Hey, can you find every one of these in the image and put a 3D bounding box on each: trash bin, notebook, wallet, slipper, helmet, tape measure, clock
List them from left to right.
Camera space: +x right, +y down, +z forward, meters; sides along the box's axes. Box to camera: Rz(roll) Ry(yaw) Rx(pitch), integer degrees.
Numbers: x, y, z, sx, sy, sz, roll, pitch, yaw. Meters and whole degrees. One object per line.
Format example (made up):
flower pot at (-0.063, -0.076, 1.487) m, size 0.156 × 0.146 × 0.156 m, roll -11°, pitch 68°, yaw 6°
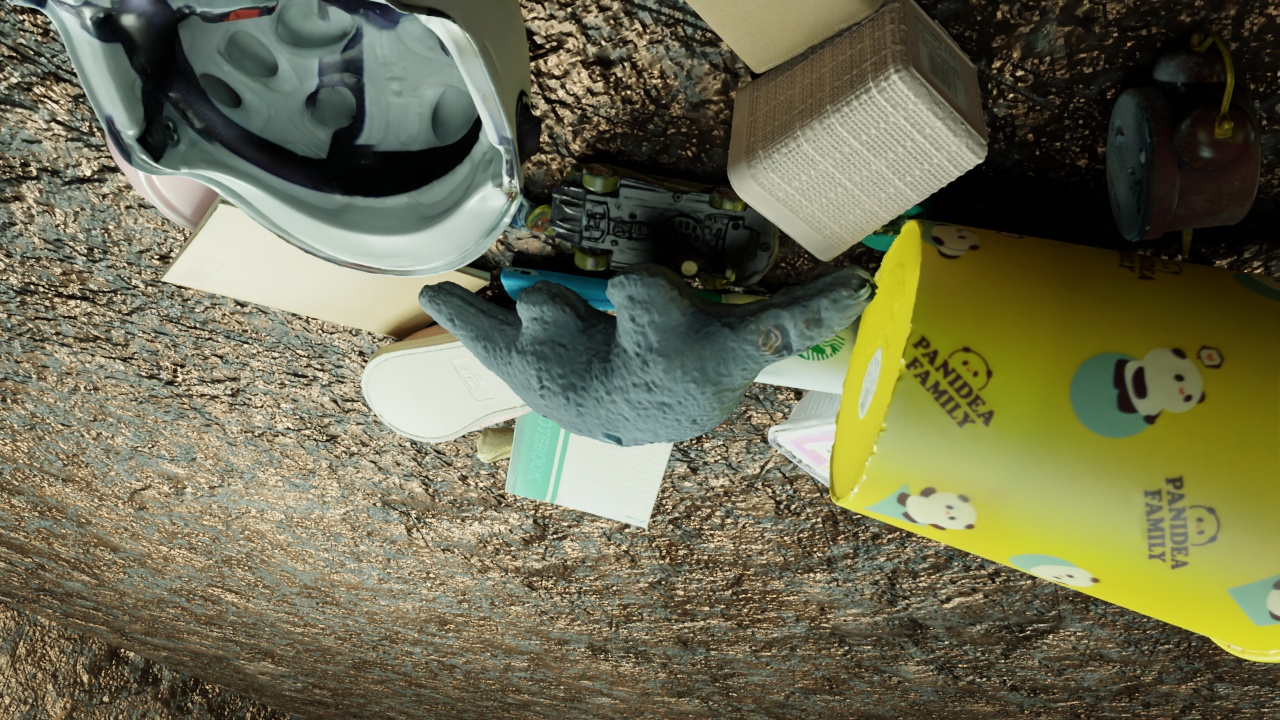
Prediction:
notebook at (-0.249, -0.065, 0.729) m, size 0.211 × 0.012 × 0.150 m, roll 15°, pitch 152°, yaw -38°
helmet at (-0.158, -0.168, 0.477) m, size 0.229 × 0.145 × 0.259 m, roll 3°, pitch 154°, yaw 15°
slipper at (-0.145, 0.010, 0.806) m, size 0.275 × 0.054 × 0.114 m, roll -16°, pitch 117°, yaw 39°
notebook at (-0.043, 0.067, 0.857) m, size 0.150 × 0.012 × 0.210 m, roll 13°, pitch 127°, yaw -1°
wallet at (0.057, -0.204, 0.463) m, size 0.090 × 0.033 × 0.115 m, roll -19°, pitch 138°, yaw 42°
tape measure at (0.167, -0.093, 0.602) m, size 0.055 × 0.025 × 0.058 m, roll -3°, pitch 144°, yaw 20°
trash bin at (0.264, 0.033, 0.556) m, size 0.255 × 0.229 × 0.230 m, roll 15°, pitch 147°, yaw 4°
clock at (0.286, -0.114, 0.483) m, size 0.055 × 0.081 × 0.122 m, roll -3°, pitch 146°, yaw 14°

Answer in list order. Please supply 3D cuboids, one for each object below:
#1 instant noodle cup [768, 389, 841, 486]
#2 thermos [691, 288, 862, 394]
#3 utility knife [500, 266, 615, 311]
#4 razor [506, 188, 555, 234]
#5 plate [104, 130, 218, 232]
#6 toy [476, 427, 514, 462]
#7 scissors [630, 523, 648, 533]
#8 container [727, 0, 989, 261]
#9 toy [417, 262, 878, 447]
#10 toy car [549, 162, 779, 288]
instant noodle cup at (0.212, 0.072, 0.799) m, size 0.138 × 0.060 × 0.173 m, roll -14°, pitch 138°, yaw 45°
thermos at (0.126, -0.012, 0.690) m, size 0.224 × 0.073 × 0.073 m, roll 9°, pitch 147°, yaw -1°
utility knife at (-0.010, -0.049, 0.730) m, size 0.203 × 0.018 × 0.034 m, roll 7°, pitch 146°, yaw 4°
razor at (-0.030, -0.095, 0.663) m, size 0.143 × 0.022 × 0.043 m, roll 10°, pitch 149°, yaw 2°
plate at (-0.297, -0.133, 0.668) m, size 0.192 × 0.039 × 0.193 m, roll 8°, pitch 147°, yaw 5°
toy at (-0.087, 0.095, 0.927) m, size 0.157 × 0.066 × 0.105 m, roll 10°, pitch 153°, yaw -11°
scissors at (-0.006, 0.098, 0.893) m, size 0.143 × 0.014 × 0.173 m, roll -38°, pitch 108°, yaw 26°
container at (0.121, -0.130, 0.506) m, size 0.090 × 0.089 × 0.111 m, roll 32°, pitch 138°, yaw -28°
toy at (-0.007, -0.005, 0.628) m, size 0.357 × 0.091 × 0.138 m, roll -1°, pitch 116°, yaw 34°
toy car at (0.016, -0.091, 0.625) m, size 0.158 × 0.042 × 0.070 m, roll 12°, pitch 121°, yaw 3°
